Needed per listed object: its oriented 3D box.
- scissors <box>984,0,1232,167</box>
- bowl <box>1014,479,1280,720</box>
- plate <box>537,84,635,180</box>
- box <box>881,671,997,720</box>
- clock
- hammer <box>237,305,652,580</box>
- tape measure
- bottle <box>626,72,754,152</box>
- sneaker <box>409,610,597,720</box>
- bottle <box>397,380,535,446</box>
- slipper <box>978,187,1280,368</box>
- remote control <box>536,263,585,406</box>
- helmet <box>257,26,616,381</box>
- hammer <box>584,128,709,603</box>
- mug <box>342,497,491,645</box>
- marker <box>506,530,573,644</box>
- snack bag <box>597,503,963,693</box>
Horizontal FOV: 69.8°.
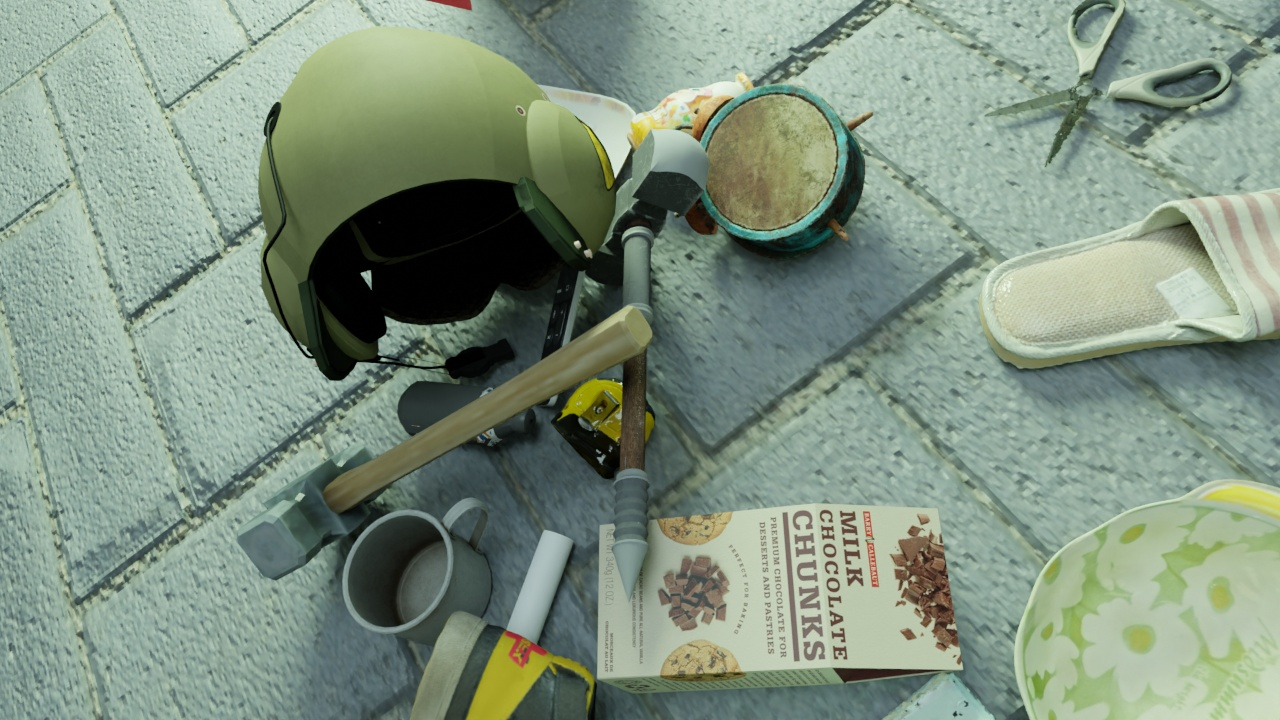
[{"bbox_3d":[0.347,-0.209,0.682,0.158,0.012,0.170,12,70,26],"label":"scissors"},{"bbox_3d":[0.298,0.172,0.481,0.188,0.060,0.219,19,73,26],"label":"bowl"},{"bbox_3d":[-0.104,-0.165,0.821,0.187,0.016,0.186,17,72,26],"label":"plate"},{"bbox_3d":[0.114,0.249,0.485,0.197,0.078,0.122,-38,18,-2],"label":"box"},{"bbox_3d":[0.089,-0.143,0.696,0.158,0.073,0.121,11,92,25],"label":"clock"},{"bbox_3d":[-0.131,0.050,0.621,0.324,0.117,0.051,-29,100,24],"label":"hammer"},{"bbox_3d":[-0.025,0.043,0.675,0.064,0.037,0.065,-45,59,-5],"label":"tape measure"},{"bbox_3d":[0.045,-0.193,0.754,0.109,0.063,0.063,-29,58,3],"label":"bottle"},{"bbox_3d":[-0.093,0.283,0.554,0.122,0.086,0.238,15,88,6],"label":"sneaker"},{"bbox_3d":[-0.134,0.042,0.710,0.112,0.047,0.047,5,66,22],"label":"bottle"},{"bbox_3d":[0.353,-0.054,0.580,0.263,0.052,0.114,-11,60,15],"label":"slipper"},{"bbox_3d":[-0.060,-0.036,0.711,0.045,0.008,0.146,-7,70,67],"label":"remote control"},{"bbox_3d":[-0.141,-0.106,0.652,0.250,0.256,0.232,-24,62,6],"label":"helmet"},{"bbox_3d":[-0.004,0.002,0.619,0.043,0.156,0.321,16,55,-21],"label":"hammer"},{"bbox_3d":[-0.144,0.145,0.648,0.113,0.070,0.084,-42,58,-4],"label":"mug"},{"bbox_3d":[-0.081,0.184,0.633,0.027,0.023,0.133,4,65,38],"label":"marker"},{"bbox_3d":[0.083,0.147,0.565,0.207,0.070,0.094,-8,62,16],"label":"snack bag"}]
